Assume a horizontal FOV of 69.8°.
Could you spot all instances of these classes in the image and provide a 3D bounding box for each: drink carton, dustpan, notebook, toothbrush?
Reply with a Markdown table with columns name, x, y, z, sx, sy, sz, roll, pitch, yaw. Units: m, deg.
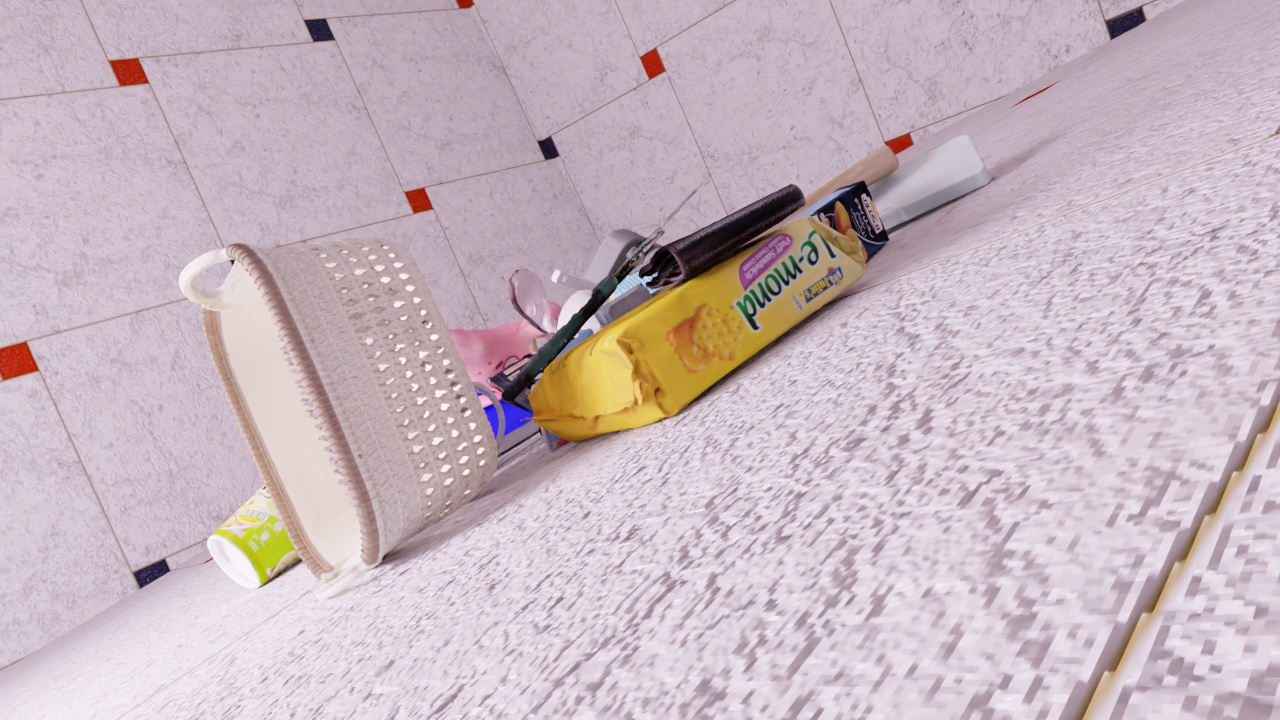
| name | x | y | z | sx | sy | sz | roll | pitch | yaw |
| --- | --- | --- | --- | --- | --- | --- | --- | --- | --- |
| drink carton | 0.168 | -0.108 | 0.784 | 0.040 | 0.064 | 0.129 | -19 | 10 | 36 |
| dustpan | -0.047 | -0.088 | 1.147 | 0.163 | 0.033 | 0.257 | -62 | -26 | 8 |
| notebook | -0.216 | 0.088 | 0.948 | 0.171 | 0.022 | 0.209 | -30 | 21 | -24 |
| toothbrush | -0.204 | 0.054 | 0.977 | 0.136 | 0.016 | 0.021 | -13 | 18 | 15 |

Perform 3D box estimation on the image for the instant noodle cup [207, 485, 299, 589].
| name | x | y | z | sx | sy | sz | roll | pitch | yaw |
| --- | --- | --- | --- | --- | --- | --- | --- | --- | --- |
| instant noodle cup | -0.378 | 0.174 | 0.947 | 0.099 | 0.099 | 0.107 | -24 | 16 | 45 |

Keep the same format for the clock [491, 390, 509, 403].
| name | x | y | z | sx | sy | sz | roll | pitch | yaw |
| --- | --- | --- | --- | --- | --- | --- | --- | --- | --- |
| clock | -0.185 | 0.070 | 1.089 | 0.129 | 0.052 | 0.090 | -24 | 6 | 12 |

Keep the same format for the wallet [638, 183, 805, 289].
| name | x | y | z | sx | sy | sz | roll | pitch | yaw |
| --- | --- | --- | --- | --- | --- | --- | --- | --- | --- |
| wallet | 0.053 | -0.086 | 0.654 | 0.099 | 0.031 | 0.120 | -28 | 3 | -10 |

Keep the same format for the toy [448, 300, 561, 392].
| name | x | y | z | sx | sy | sz | roll | pitch | yaw |
| --- | --- | --- | --- | --- | --- | --- | --- | --- | --- |
| toy | -0.168 | -0.001 | 1.166 | 0.236 | 0.097 | 0.192 | 13 | -66 | -54 |

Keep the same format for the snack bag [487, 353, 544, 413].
| name | x | y | z | sx | sy | sz | roll | pitch | yaw |
| --- | --- | --- | --- | --- | --- | --- | --- | --- | --- |
| snack bag | -0.105 | 0.024 | 0.979 | 0.074 | 0.018 | 0.155 | -33 | 28 | -16 |

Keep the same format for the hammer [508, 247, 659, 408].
| name | x | y | z | sx | sy | sz | roll | pitch | yaw |
| --- | --- | --- | --- | --- | --- | --- | --- | --- | --- |
| hammer | -0.052 | -0.015 | 1.087 | 0.327 | 0.098 | 0.052 | -42 | 11 | -27 |

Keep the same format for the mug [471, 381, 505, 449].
| name | x | y | z | sx | sy | sz | roll | pitch | yaw |
| --- | --- | --- | --- | --- | --- | --- | --- | --- | --- |
| mug | -0.169 | 0.066 | 0.810 | 0.105 | 0.089 | 0.073 | -31 | 6 | -13 |

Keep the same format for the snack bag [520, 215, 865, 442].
| name | x | y | z | sx | sy | sz | roll | pitch | yaw |
| --- | --- | --- | --- | --- | --- | --- | --- | --- | --- |
| snack bag | 0.038 | -0.024 | 0.675 | 0.246 | 0.068 | 0.160 | -33 | 7 | -30 |

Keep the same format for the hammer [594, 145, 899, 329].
| name | x | y | z | sx | sy | sz | roll | pitch | yaw |
| --- | --- | --- | --- | --- | --- | --- | --- | --- | --- |
| hammer | 0.103 | -0.107 | 0.868 | 0.322 | 0.051 | 0.117 | -32 | 0 | -4 |

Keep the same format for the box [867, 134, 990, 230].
| name | x | y | z | sx | sy | sz | roll | pitch | yaw |
| --- | --- | --- | --- | --- | --- | --- | --- | --- | --- |
| box | 0.246 | -0.150 | 0.917 | 0.198 | 0.075 | 0.125 | -24 | -13 | 21 |

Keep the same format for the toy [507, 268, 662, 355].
| name | x | y | z | sx | sy | sz | roll | pitch | yaw |
| --- | --- | --- | --- | --- | --- | --- | --- | --- | --- |
| toy | -0.030 | -0.052 | 0.986 | 0.205 | 0.131 | 0.106 | -19 | -29 | -10 |

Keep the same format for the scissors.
| name | x | y | z | sx | sy | sz | roll | pitch | yaw |
| --- | --- | --- | --- | --- | --- | --- | --- | --- | --- |
| scissors | -0.032 | -0.042 | 0.650 | 0.203 | 0.015 | 0.202 | -48 | 3 | -14 |

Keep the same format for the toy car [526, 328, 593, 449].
| name | x | y | z | sx | sy | sz | roll | pitch | yaw |
| --- | --- | --- | --- | --- | --- | --- | --- | --- | --- |
| toy car | -0.054 | 0.019 | 0.777 | 0.055 | 0.056 | 0.153 | -9 | 18 | 14 |

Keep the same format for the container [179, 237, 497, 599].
| name | x | y | z | sx | sy | sz | roll | pitch | yaw |
| --- | --- | --- | --- | --- | --- | --- | --- | --- | --- |
| container | -0.216 | 0.030 | 0.670 | 0.142 | 0.246 | 0.185 | -23 | -3 | -38 |
